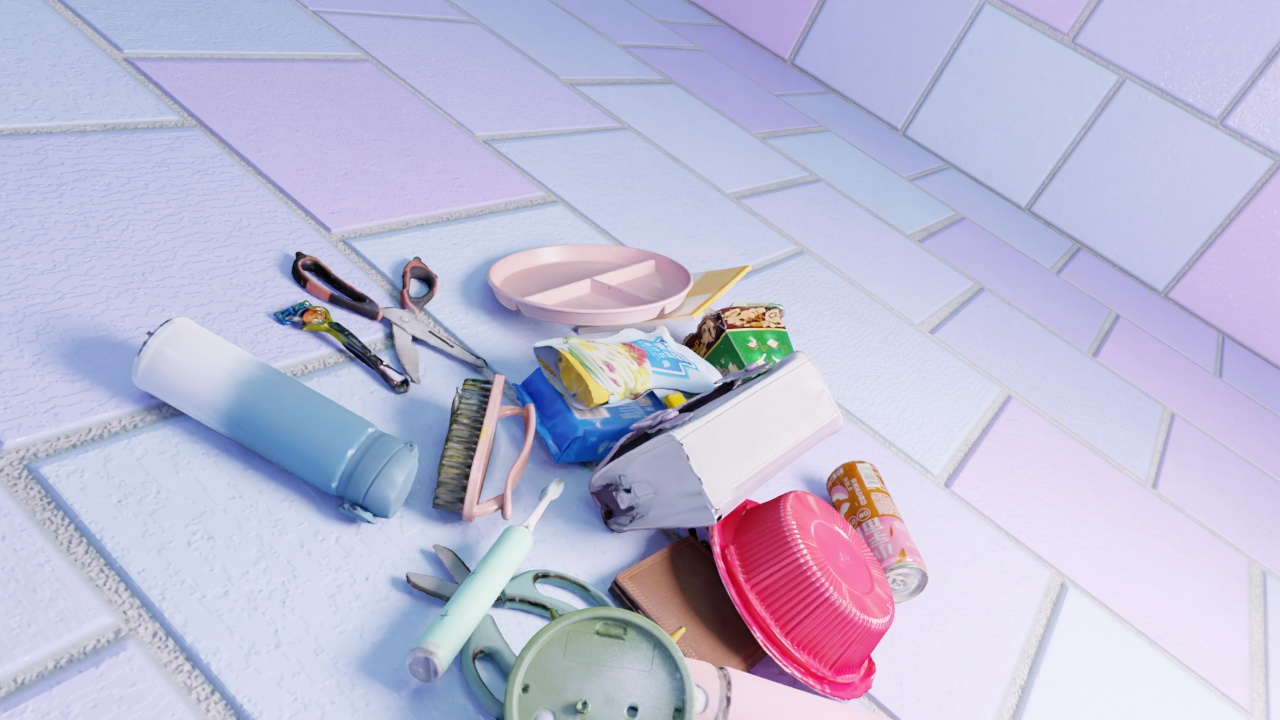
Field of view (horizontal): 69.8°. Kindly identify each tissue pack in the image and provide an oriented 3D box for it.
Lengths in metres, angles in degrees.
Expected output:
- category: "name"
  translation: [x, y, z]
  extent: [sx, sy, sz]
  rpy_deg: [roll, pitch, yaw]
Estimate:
- category: "tissue pack"
  translation: [-0.041, 0.052, 0.880]
  extent: [0.156, 0.052, 0.095]
  rpy_deg: [-1, 43, -40]

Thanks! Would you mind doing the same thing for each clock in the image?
- category: "clock"
  translation: [-0.027, 0.233, 0.564]
  extent: [0.116, 0.056, 0.160]
  rpy_deg: [6, 56, 5]

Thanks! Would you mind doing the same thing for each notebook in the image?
- category: "notebook"
  translation: [0.033, -0.074, 1.083]
  extent: [0.146, 0.010, 0.205]
  rpy_deg: [-6, 18, 27]

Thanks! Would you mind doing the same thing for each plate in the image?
- category: "plate"
  translation: [-0.056, -0.086, 1.028]
  extent: [0.229, 0.028, 0.229]
  rpy_deg: [2, 25, -1]

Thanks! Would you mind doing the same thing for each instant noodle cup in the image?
- category: "instant noodle cup"
  translation: [0.147, 0.180, 0.769]
  extent: [0.194, 0.066, 0.193]
  rpy_deg: [38, 24, -21]

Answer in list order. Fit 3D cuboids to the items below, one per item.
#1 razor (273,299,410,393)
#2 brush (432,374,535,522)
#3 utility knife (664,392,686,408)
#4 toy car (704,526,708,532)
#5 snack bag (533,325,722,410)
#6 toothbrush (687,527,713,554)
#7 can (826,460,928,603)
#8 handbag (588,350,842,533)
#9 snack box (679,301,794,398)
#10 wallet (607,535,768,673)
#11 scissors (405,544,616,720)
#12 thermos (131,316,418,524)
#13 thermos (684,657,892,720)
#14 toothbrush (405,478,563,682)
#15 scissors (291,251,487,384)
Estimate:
- category: "razor"
  translation: [-0.265, -0.015, 0.833]
  extent: [0.143, 0.022, 0.042]
  rpy_deg: [34, 33, 11]
- category: "brush"
  translation: [-0.128, 0.077, 0.762]
  extent: [0.073, 0.063, 0.145]
  rpy_deg: [11, 33, -7]
- category: "utility knife"
  translation: [0.062, 0.085, 0.948]
  extent: [0.033, 0.015, 0.154]
  rpy_deg: [12, 32, -36]
- category: "toy car"
  translation: [0.098, 0.171, 0.829]
  extent: [0.106, 0.031, 0.049]
  rpy_deg: [48, 30, 11]
- category: "snack bag"
  translation: [-0.005, 0.005, 0.889]
  extent: [0.190, 0.039, 0.110]
  rpy_deg: [-8, 35, -47]
- category: "toothbrush"
  translation: [0.040, 0.126, 0.867]
  extent: [0.014, 0.018, 0.189]
  rpy_deg: [7, 34, -20]
- category: "can"
  translation: [0.233, 0.167, 0.916]
  extent: [0.058, 0.058, 0.147]
  rpy_deg: [15, 33, -20]
- category: "handbag"
  translation: [0.064, 0.074, 0.814]
  extent: [0.196, 0.145, 0.098]
  rpy_deg: [-26, 85, -43]
- category: "snack box"
  translation: [0.114, 0.013, 1.018]
  extent: [0.117, 0.118, 0.105]
  rpy_deg: [-2, 54, -40]
- category: "wallet"
  translation: [0.045, 0.205, 0.741]
  extent: [0.124, 0.032, 0.101]
  rpy_deg: [43, 37, 25]
- category: "scissors"
  translation: [-0.091, 0.199, 0.652]
  extent: [0.173, 0.019, 0.178]
  rpy_deg: [20, 32, -15]
- category: "thermos"
  translation: [-0.272, 0.046, 0.695]
  extent: [0.220, 0.070, 0.070]
  rpy_deg: [30, 31, 3]
- category: "thermos"
  translation: [0.089, 0.271, 0.647]
  extent: [0.198, 0.067, 0.087]
  rpy_deg: [20, 61, -13]
- category: "toothbrush"
  translation: [-0.103, 0.148, 0.674]
  extent: [0.026, 0.027, 0.223]
  rpy_deg: [55, 31, -11]
- category: "scissors"
  translation: [-0.248, -0.051, 0.907]
  extent: [0.188, 0.015, 0.222]
  rpy_deg: [12, 33, -25]
